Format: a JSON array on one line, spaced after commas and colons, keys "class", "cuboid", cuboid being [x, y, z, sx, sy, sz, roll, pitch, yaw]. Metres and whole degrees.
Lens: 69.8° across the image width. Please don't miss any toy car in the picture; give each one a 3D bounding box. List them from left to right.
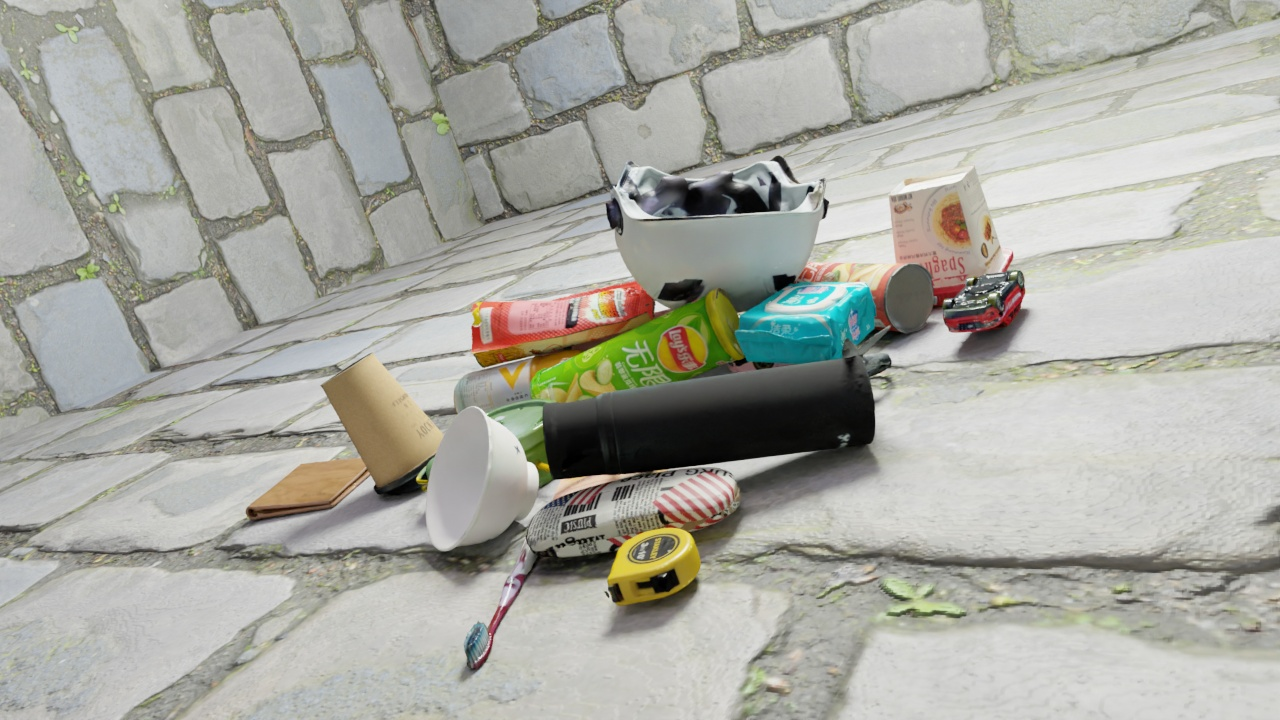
[{"class": "toy car", "cuboid": [0.145, -0.007, 0.906, 0.122, 0.037, 0.056, -14, 21, -11]}, {"class": "toy car", "cuboid": [0.318, -0.050, 0.839, 0.053, 0.045, 0.120, -7, 14, 41]}]

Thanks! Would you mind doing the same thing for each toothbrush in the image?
[{"class": "toothbrush", "cuboid": [-0.092, 0.155, 0.657, 0.016, 0.017, 0.187, -13, 17, 14]}]

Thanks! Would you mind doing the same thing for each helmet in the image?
[{"class": "helmet", "cuboid": [0.078, -0.123, 0.973, 0.229, 0.146, 0.258, -5, 25, -7]}]

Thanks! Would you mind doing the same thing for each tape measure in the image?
[{"class": "tape measure", "cuboid": [0.011, 0.134, 0.593, 0.057, 0.029, 0.060, -15, 16, 15]}]

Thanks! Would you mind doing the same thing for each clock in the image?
[{"class": "clock", "cuboid": [-0.139, 0.088, 0.866, 0.161, 0.056, 0.115, -12, 16, 21]}]

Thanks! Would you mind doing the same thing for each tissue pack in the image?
[{"class": "tissue pack", "cuboid": [0.154, -0.035, 0.847, 0.093, 0.050, 0.133, 3, 21, 32]}]

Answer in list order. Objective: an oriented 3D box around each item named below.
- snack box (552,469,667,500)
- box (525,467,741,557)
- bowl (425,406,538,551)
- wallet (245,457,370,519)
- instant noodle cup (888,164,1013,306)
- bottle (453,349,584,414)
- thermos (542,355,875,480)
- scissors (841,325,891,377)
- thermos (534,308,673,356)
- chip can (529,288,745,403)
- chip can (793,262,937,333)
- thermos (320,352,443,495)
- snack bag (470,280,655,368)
[{"class": "snack box", "cuboid": [-0.019, 0.087, 0.789, 0.084, 0.026, 0.157, -15, 16, 11]}, {"class": "box", "cuboid": [-0.005, 0.114, 0.671, 0.164, 0.051, 0.068, -12, 3, 17]}, {"class": "bowl", "cuboid": [-0.124, 0.103, 0.759, 0.064, 0.118, 0.118, 17, -5, -32]}, {"class": "wallet", "cuboid": [-0.359, 0.139, 1.014, 0.115, 0.020, 0.101, -10, 19, 19]}, {"class": "instant noodle cup", "cuboid": [0.319, -0.131, 0.966, 0.117, 0.124, 0.116, -7, 20, 34]}, {"class": "bottle", "cuboid": [-0.112, 0.029, 1.011, 0.190, 0.068, 0.067, -14, 16, 17]}, {"class": "thermos", "cuboid": [0.050, 0.047, 0.708, 0.242, 0.068, 0.090, -7, -11, 2]}, {"class": "scissors", "cuboid": [0.170, 0.003, 0.753, 0.164, 0.014, 0.164, -4, -18, -45]}, {"class": "thermos", "cuboid": [-0.021, -0.010, 1.067, 0.199, 0.067, 0.087, -14, -14, 19]}, {"class": "chip can", "cuboid": [-0.005, 0.005, 0.902, 0.222, 0.072, 0.072, -25, 13, 20]}, {"class": "chip can", "cuboid": [0.211, -0.071, 0.982, 0.073, 0.073, 0.217, -25, 17, -23]}, {"class": "thermos", "cuboid": [-0.259, 0.067, 0.937, 0.093, 0.143, 0.093, -30, 11, 6]}, {"class": "snack bag", "cuboid": [-0.085, -0.049, 1.034, 0.208, 0.073, 0.128, -11, 24, 9]}]
